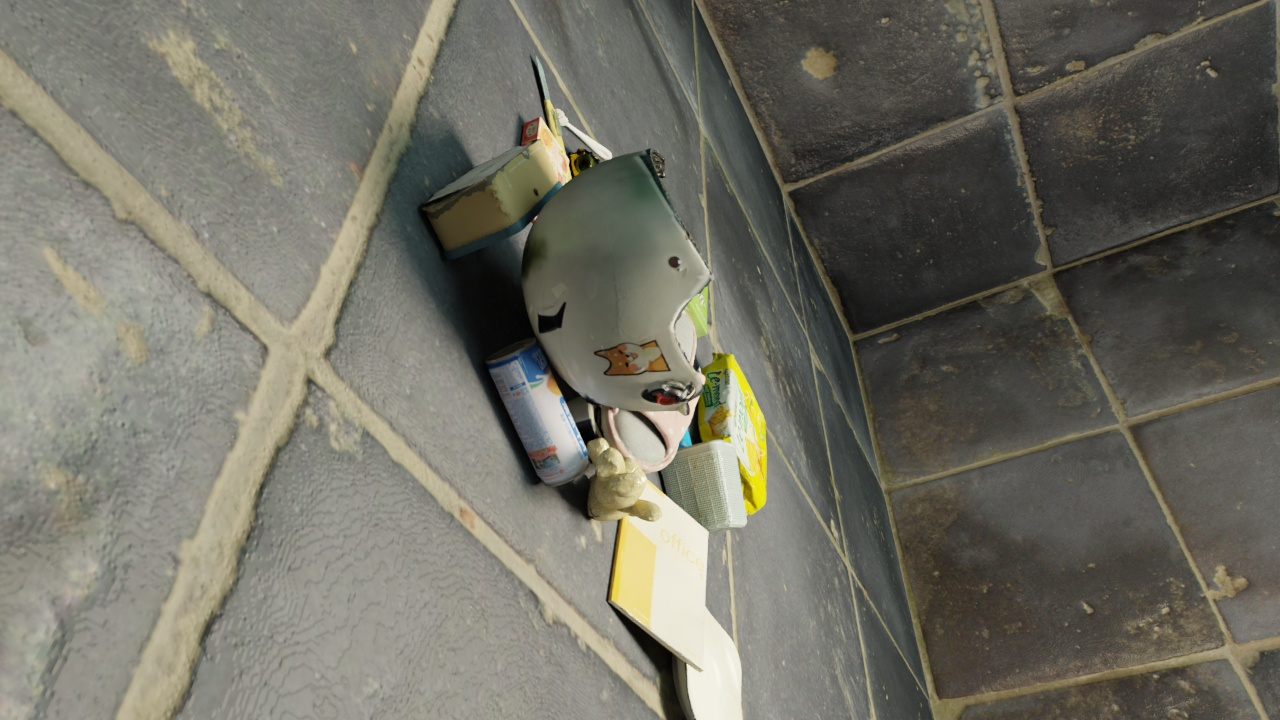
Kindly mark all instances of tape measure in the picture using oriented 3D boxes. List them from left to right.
[{"bbox_3d":[-0.055,0.070,0.992,0.065,0.034,0.066,-76,145,-61],"label":"tape measure"}]

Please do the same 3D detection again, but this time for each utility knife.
[{"bbox_3d":[-0.117,-0.312,1.231,0.031,0.022,0.216,33,37,-70],"label":"utility knife"},{"bbox_3d":[0.039,0.036,1.313,0.034,0.018,0.218,34,36,-54],"label":"utility knife"}]

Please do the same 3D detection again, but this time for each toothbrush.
[{"bbox_3d":[-0.082,-0.326,1.336,0.180,0.016,0.016,19,49,-66],"label":"toothbrush"}]

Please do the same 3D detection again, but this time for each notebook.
[{"bbox_3d":[0.026,0.230,1.040,0.146,0.010,0.205,43,29,-22],"label":"notebook"}]

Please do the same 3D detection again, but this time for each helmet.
[{"bbox_3d":[-0.033,-0.061,0.883,0.275,0.157,0.229,92,-13,-48],"label":"helmet"}]

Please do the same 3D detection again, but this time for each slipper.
[{"bbox_3d":[0.024,0.017,1.050,0.114,0.055,0.273,42,38,-18],"label":"slipper"}]

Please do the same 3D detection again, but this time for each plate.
[{"bbox_3d":[0.075,0.368,1.062,0.164,0.034,0.163,56,23,-35],"label":"plate"}]

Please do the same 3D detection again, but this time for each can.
[{"bbox_3d":[-0.095,0.049,0.865,0.134,0.053,0.053,67,19,-12],"label":"can"}]

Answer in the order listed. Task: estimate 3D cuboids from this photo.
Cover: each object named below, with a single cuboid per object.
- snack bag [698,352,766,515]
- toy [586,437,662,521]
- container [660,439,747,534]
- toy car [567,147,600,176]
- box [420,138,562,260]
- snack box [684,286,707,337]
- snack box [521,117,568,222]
[{"bbox_3d":[0.144,0.115,1.455,0.158,0.068,0.245,61,21,-30],"label":"snack bag"},{"bbox_3d":[-0.025,0.126,0.911,0.105,0.066,0.157,42,-16,9],"label":"toy"},{"bbox_3d":[0.084,0.171,1.205,0.090,0.090,0.111,23,54,-65],"label":"container"},{"bbox_3d":[-0.059,-0.217,1.250,0.071,0.041,0.155,3,67,-70],"label":"toy car"},{"bbox_3d":[-0.141,-0.158,0.889,0.062,0.090,0.183,64,22,-21],"label":"box"},{"bbox_3d":[0.031,-0.147,1.391,0.210,0.070,0.157,59,21,-31],"label":"snack box"},{"bbox_3d":[-0.117,-0.222,1.114,0.075,0.025,0.152,54,25,-42],"label":"snack box"}]
